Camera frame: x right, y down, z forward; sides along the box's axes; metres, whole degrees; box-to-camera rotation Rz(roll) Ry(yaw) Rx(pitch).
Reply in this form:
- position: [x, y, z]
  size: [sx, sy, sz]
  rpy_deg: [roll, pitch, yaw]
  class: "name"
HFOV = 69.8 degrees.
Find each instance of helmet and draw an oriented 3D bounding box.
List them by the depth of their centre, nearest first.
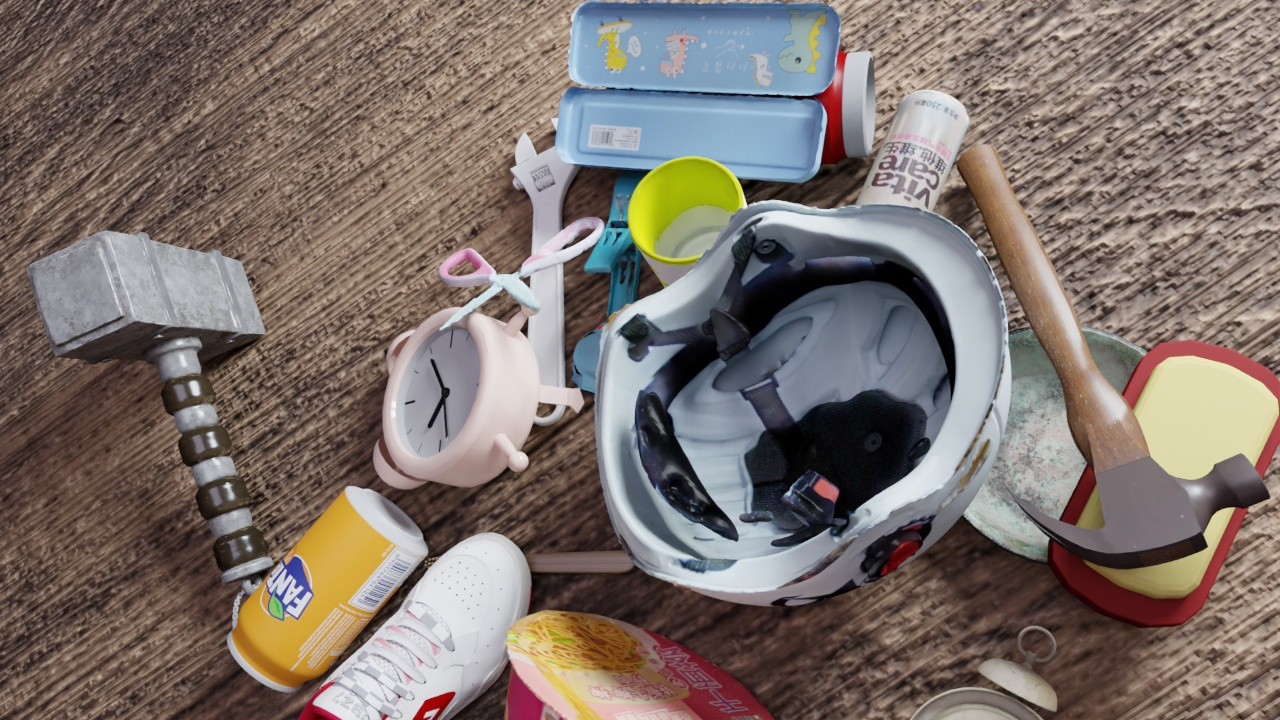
- position: [0.110, 0.036, 0.570]
  size: [0.264, 0.163, 0.236]
  rpy_deg: [-34, 51, 20]
  class: "helmet"

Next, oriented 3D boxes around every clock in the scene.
- position: [0.210, 0.223, 0.545]
  size: [0.093, 0.054, 0.141]
  rpy_deg: [24, 87, 23]
  class: "clock"
- position: [-0.133, 0.031, 0.705]
  size: [0.161, 0.086, 0.131]
  rpy_deg: [-10, 68, 32]
  class: "clock"

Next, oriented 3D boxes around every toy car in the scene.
- position: [-0.004, 0.004, 0.701]
  size: [0.108, 0.027, 0.060]
  rpy_deg: [13, 76, 21]
  class: "toy car"

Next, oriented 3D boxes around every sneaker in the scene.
- position: [-0.169, 0.221, 0.626]
  size: [0.090, 0.104, 0.236]
  rpy_deg: [40, 87, 14]
  class: "sneaker"

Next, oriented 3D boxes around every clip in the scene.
- position: [-0.009, -0.094, 0.733]
  size: [0.027, 0.104, 0.120]
  rpy_deg: [6, 66, 15]
  class: "clip"

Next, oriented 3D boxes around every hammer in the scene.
- position: [0.256, -0.023, 0.572]
  size: [0.115, 0.033, 0.322]
  rpy_deg: [-26, 46, 24]
  class: "hammer"
- position: [-0.355, 0.061, 0.743]
  size: [0.079, 0.177, 0.326]
  rpy_deg: [-22, 85, 8]
  class: "hammer"

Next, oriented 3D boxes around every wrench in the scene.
- position: [-0.077, -0.079, 0.759]
  size: [0.066, 0.018, 0.273]
  rpy_deg: [-6, 71, 14]
  class: "wrench"

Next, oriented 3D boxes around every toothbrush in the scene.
- position: [-0.084, 0.151, 0.681]
  size: [0.167, 0.016, 0.016]
  rpy_deg: [-4, 71, 15]
  class: "toothbrush"

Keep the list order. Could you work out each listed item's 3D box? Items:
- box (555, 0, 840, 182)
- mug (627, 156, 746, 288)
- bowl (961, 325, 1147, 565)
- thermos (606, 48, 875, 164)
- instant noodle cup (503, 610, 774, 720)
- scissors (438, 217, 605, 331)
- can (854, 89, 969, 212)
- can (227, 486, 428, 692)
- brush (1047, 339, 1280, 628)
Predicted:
- position: [0.038, -0.200, 0.677]
  size: [0.209, 0.021, 0.125]
  rpy_deg: [9, 92, 21]
  class: "box"
- position: [0.044, -0.087, 0.675]
  size: [0.083, 0.106, 0.082]
  rpy_deg: [-6, 70, 15]
  class: "mug"
- position: [0.270, 0.056, 0.593]
  size: [0.158, 0.038, 0.157]
  rpy_deg: [-6, 70, 15]
  class: "bowl"
- position: [0.081, -0.201, 0.724]
  size: [0.199, 0.084, 0.107]
  rpy_deg: [2, 39, 20]
  class: "thermos"
- position: [-0.010, 0.230, 0.556]
  size: [0.179, 0.178, 0.078]
  rpy_deg: [22, 95, 23]
  class: "instant noodle cup"
- position: [-0.092, -0.073, 0.705]
  size: [0.173, 0.014, 0.170]
  rpy_deg: [-27, 27, -15]
  class: "scissors"
- position: [0.193, -0.128, 0.673]
  size: [0.054, 0.054, 0.135]
  rpy_deg: [21, 78, 22]
  class: "can"
- position: [-0.232, 0.169, 0.685]
  size: [0.079, 0.079, 0.142]
  rpy_deg: [39, 86, 25]
  class: "can"
- position: [0.307, 0.068, 0.531]
  size: [0.082, 0.042, 0.173]
  rpy_deg: [27, 81, 23]
  class: "brush"
